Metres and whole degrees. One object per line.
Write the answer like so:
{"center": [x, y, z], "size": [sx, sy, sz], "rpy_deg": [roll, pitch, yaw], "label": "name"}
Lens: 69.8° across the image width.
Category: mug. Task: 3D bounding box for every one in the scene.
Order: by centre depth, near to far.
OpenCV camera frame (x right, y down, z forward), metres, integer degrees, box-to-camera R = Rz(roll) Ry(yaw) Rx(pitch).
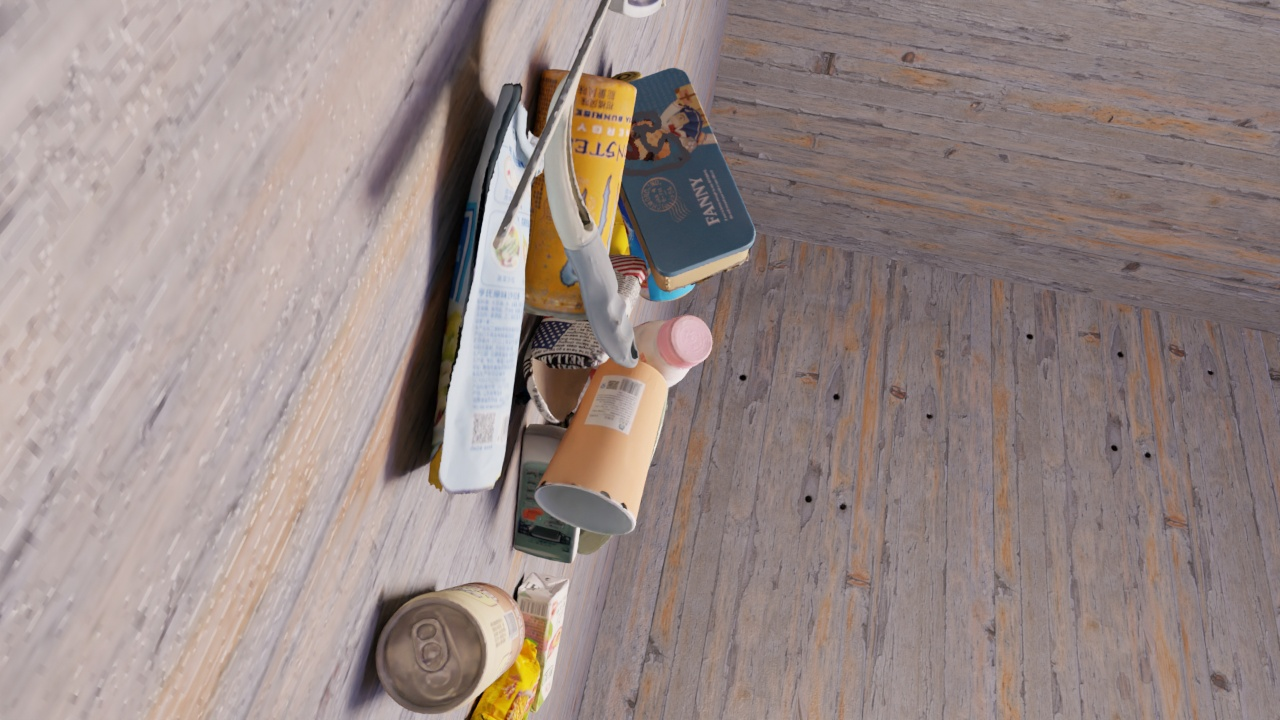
{"center": [-0.024, 0.062, 0.704], "size": [0.078, 0.078, 0.122], "rpy_deg": [95, 12, -59], "label": "mug"}

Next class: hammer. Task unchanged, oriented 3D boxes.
{"center": [-0.038, -0.087, 0.914], "size": [0.300, 0.033, 0.129], "rpy_deg": [-72, 172, -60], "label": "hammer"}

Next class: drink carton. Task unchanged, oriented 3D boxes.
{"center": [-0.106, 0.275, 0.900], "size": [0.053, 0.045, 0.122], "rpy_deg": [-34, 135, -77], "label": "drink carton"}

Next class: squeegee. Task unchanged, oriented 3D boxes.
{"center": [-0.029, -0.075, 0.504], "size": [0.247, 0.039, 0.245], "rpy_deg": [82, 20, -53], "label": "squeegee"}

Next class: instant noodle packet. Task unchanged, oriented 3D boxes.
{"center": [-0.124, 0.325, 0.815], "size": [0.128, 0.044, 0.111], "rpy_deg": [-68, 173, -74], "label": "instant noodle packet"}

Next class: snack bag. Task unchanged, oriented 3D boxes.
{"center": [-0.075, -0.034, 0.461], "size": [0.110, 0.039, 0.191], "rpy_deg": [-23, 122, -83], "label": "snack bag"}

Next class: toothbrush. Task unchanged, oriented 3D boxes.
{"center": [-0.079, 0.015, 0.752], "size": [0.016, 0.014, 0.189], "rpy_deg": [-57, -179, 13], "label": "toothbrush"}

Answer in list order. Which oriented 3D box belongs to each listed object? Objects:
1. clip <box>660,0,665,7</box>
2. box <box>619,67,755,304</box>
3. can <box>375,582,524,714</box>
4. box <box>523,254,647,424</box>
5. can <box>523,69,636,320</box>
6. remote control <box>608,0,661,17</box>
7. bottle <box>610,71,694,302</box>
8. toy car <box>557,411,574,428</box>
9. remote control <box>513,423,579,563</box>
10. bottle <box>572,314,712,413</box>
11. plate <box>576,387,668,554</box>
{"center": [0.005, -0.349, 0.768], "size": [0.100, 0.035, 0.072], "rpy_deg": [85, 16, -47], "label": "clip"}
{"center": [0.027, -0.141, 0.749], "size": [0.062, 0.090, 0.184], "rpy_deg": [80, -13, -74], "label": "box"}
{"center": [-0.099, 0.152, 0.497], "size": [0.116, 0.058, 0.058], "rpy_deg": [81, 21, -80], "label": "can"}
{"center": [-0.036, -0.025, 0.707], "size": [0.075, 0.087, 0.161], "rpy_deg": [58, 29, -22], "label": "box"}
{"center": [-0.043, -0.102, 0.568], "size": [0.058, 0.058, 0.146], "rpy_deg": [-66, 167, -73], "label": "can"}
{"center": [0.006, -0.342, 0.702], "size": [0.058, 0.021, 0.150], "rpy_deg": [-33, 140, -48], "label": "remote control"}
{"center": [0.008, -0.160, 0.863], "size": [0.065, 0.065, 0.219], "rpy_deg": [-74, 157, -51], "label": "bottle"}
{"center": [-0.074, 0.106, 0.876], "size": [0.070, 0.042, 0.157], "rpy_deg": [98, 4, -57], "label": "toy car"}
{"center": [-0.075, 0.114, 0.775], "size": [0.019, 0.056, 0.135], "rpy_deg": [-68, 170, -57], "label": "remote control"}
{"center": [-0.005, 0.005, 0.791], "size": [0.197, 0.068, 0.068], "rpy_deg": [-24, -132, 59], "label": "bottle"}
{"center": [-0.035, 0.083, 0.933], "size": [0.231, 0.027, 0.229], "rpy_deg": [-56, -159, 34], "label": "plate"}
